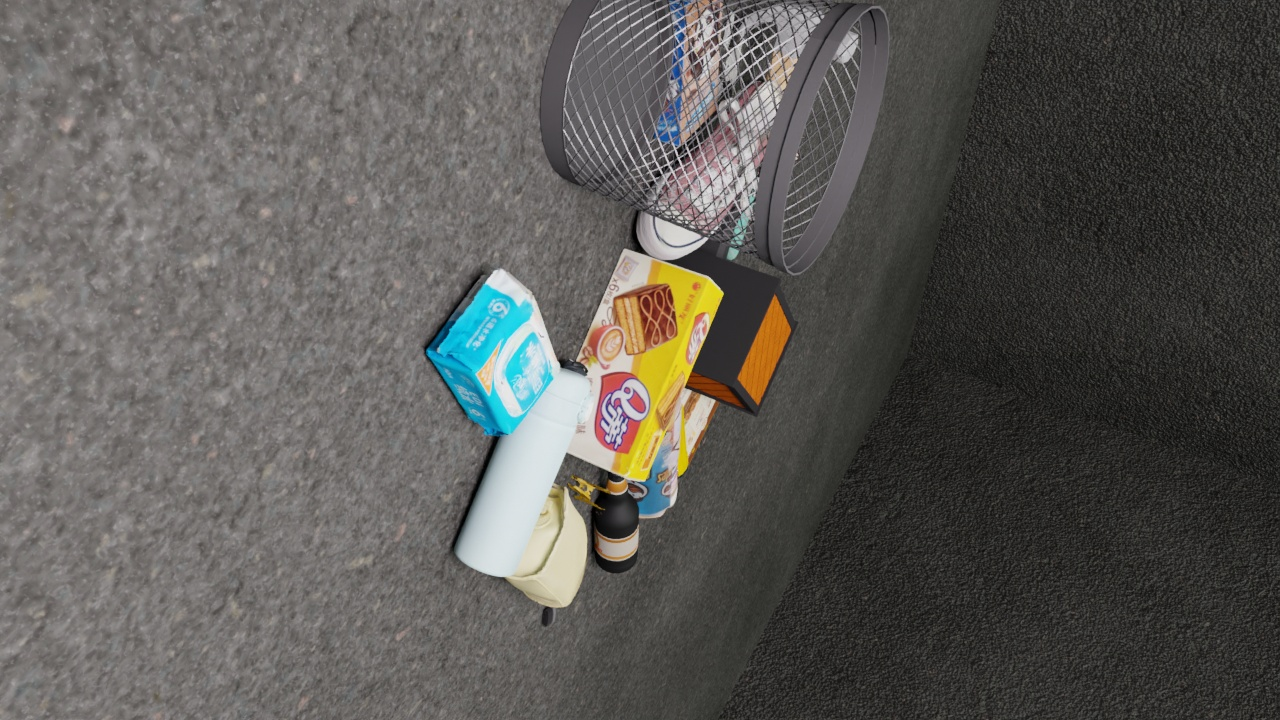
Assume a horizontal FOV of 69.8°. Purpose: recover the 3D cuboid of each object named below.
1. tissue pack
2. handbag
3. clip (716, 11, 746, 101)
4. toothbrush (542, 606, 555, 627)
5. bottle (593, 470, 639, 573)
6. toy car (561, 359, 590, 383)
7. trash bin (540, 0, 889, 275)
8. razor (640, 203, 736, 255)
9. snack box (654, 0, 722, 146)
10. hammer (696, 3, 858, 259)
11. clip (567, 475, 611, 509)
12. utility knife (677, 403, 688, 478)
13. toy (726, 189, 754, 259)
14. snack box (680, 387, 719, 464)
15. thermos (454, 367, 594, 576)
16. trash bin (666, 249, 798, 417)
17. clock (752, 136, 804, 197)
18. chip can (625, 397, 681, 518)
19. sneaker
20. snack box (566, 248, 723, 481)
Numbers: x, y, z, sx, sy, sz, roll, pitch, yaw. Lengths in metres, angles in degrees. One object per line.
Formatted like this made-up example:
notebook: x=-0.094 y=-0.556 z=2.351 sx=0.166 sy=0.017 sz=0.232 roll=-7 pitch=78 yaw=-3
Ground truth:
tissue pack: x=-0.120 y=-0.002 z=0.785 sx=0.092 sy=0.062 sz=0.144 roll=-58 pitch=157 yaw=-24
handbag: x=-0.106 y=0.198 z=0.996 sx=0.119 sy=0.081 sz=0.111 roll=67 pitch=42 yaw=-59
clip: x=0.102 y=-0.331 z=1.026 sx=0.058 sy=0.050 sz=0.102 roll=-59 pitch=160 yaw=-56
toothbrush: x=-0.108 y=0.270 z=1.142 sx=0.013 sy=0.013 sz=0.168 roll=-29 pitch=137 yaw=-47
bottle: x=-0.031 y=0.201 z=1.195 sx=0.059 sy=0.059 sz=0.182 roll=-48 pitch=151 yaw=-41
toy car: x=-0.089 y=0.052 z=0.948 sx=0.112 sy=0.034 sz=0.046 roll=-65 pitch=158 yaw=-5
trash bin: x=0.062 y=-0.212 z=0.784 sx=0.217 sy=0.227 sz=0.218 roll=-50 pitch=152 yaw=-39
razor: x=0.053 y=-0.173 z=1.051 sx=0.156 sy=0.060 sz=0.057 roll=-35 pitch=158 yaw=-23
snack box: x=0.049 y=-0.306 z=0.931 sx=0.087 sy=0.034 sz=0.152 roll=-51 pitch=154 yaw=-38
hammer: x=0.134 y=-0.259 z=1.098 sx=0.039 sy=0.131 sz=0.329 roll=-36 pitch=152 yaw=-54
clip: x=-0.063 y=0.153 z=1.101 sx=0.044 sy=0.054 sz=0.049 roll=-27 pitch=114 yaw=-31
utility knife: x=0.053 y=0.100 z=1.244 sx=0.030 sy=0.017 sz=0.179 roll=-55 pitch=155 yaw=-35
toy: x=0.131 y=-0.186 z=1.251 sx=0.085 sy=0.033 sz=0.105 roll=-40 pitch=146 yaw=-70
snack box: x=0.066 y=0.071 z=1.327 sx=0.143 sy=0.041 sz=0.147 roll=-62 pitch=158 yaw=-14
thermos: x=-0.112 y=0.103 z=0.887 sx=0.065 sy=0.078 sz=0.207 roll=3 pitch=111 yaw=-80
trash bin: x=0.098 y=-0.034 z=1.164 sx=0.139 sy=0.140 sz=0.172 roll=-65 pitch=159 yaw=-7
clock: x=0.174 y=-0.278 z=1.170 sx=0.115 sy=0.065 sz=0.154 roll=78 pitch=30 yaw=-80
chip can: x=0.014 y=0.107 z=1.191 sx=0.079 sy=0.080 sz=0.230 roll=-49 pitch=153 yaw=-39
sneaker: x=0.091 y=-0.207 z=0.988 sx=0.118 sy=0.088 sz=0.240 roll=41 pitch=79 yaw=-24
snack box: x=-0.006 y=0.006 z=0.996 sx=0.230 sy=0.110 sz=0.061 roll=-67 pitch=158 yaw=-2
